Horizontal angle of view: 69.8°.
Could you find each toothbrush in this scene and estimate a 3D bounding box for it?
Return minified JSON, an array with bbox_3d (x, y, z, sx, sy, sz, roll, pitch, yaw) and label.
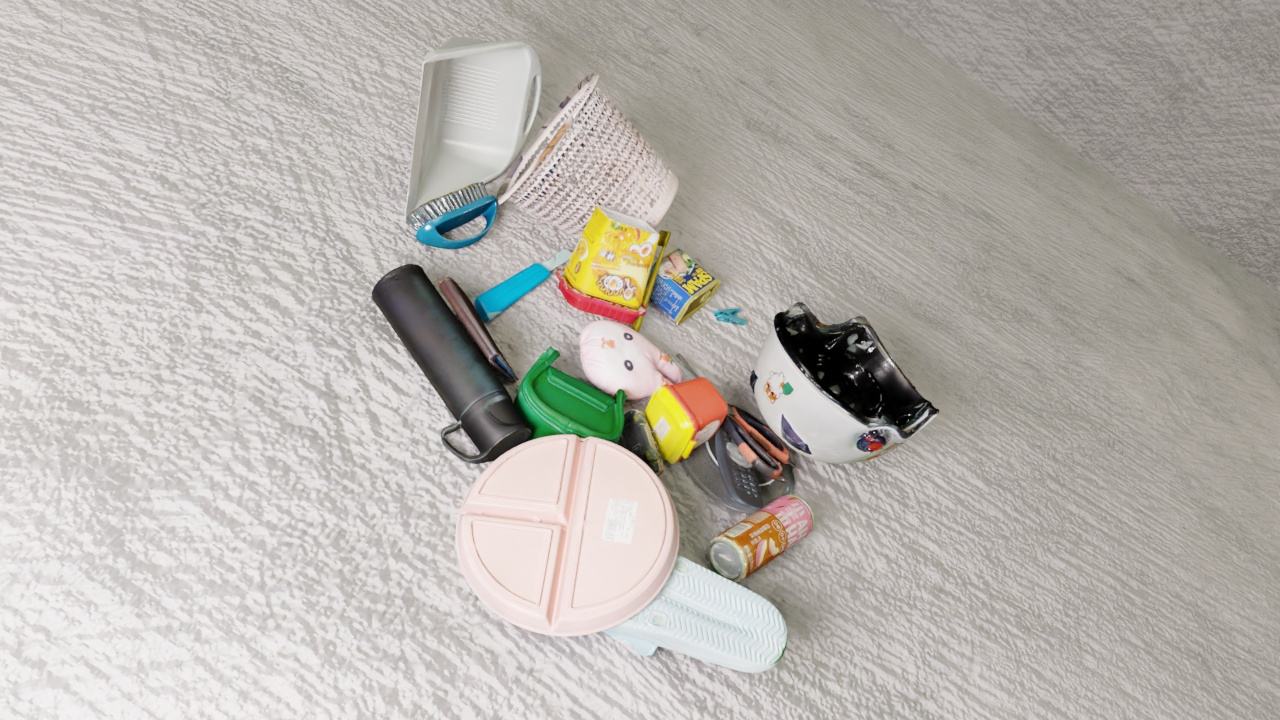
[{"bbox_3d":[0.010,-0.103,1.273,0.016,0.016,0.189,15,66,6],"label":"toothbrush"}]

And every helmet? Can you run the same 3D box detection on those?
[{"bbox_3d":[0.249,0.050,1.231,0.273,0.157,0.230,1,46,-42],"label":"helmet"}]

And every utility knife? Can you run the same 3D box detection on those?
[{"bbox_3d":[-0.148,-0.108,1.220,0.034,0.018,0.215,48,41,0],"label":"utility knife"}]

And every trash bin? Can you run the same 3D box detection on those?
[{"bbox_3d":[-0.062,-0.256,1.294,0.192,0.228,0.226,37,38,-19],"label":"trash bin"}]

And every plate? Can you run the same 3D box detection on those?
[{"bbox_3d":[-0.073,0.166,0.934,0.229,0.028,0.229,2,50,-3],"label":"plate"},{"bbox_3d":[0.127,0.119,1.188,0.179,0.024,0.179,19,43,-19],"label":"plate"}]

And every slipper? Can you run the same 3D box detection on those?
[{"bbox_3d":[0.028,0.256,0.941,0.245,0.074,0.103,18,49,5],"label":"slipper"}]

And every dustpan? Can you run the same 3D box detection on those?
[{"bbox_3d":[-0.213,-0.323,1.235,0.142,0.223,0.257,11,34,-9],"label":"dustpan"}]

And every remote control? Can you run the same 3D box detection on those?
[{"bbox_3d":[0.117,0.134,1.124,0.053,0.024,0.136,24,31,-24],"label":"remote control"}]

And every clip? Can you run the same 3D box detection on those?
[{"bbox_3d":[0.133,-0.067,1.381,0.055,0.013,0.038,4,49,-34],"label":"clip"}]

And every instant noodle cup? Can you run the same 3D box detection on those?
[{"bbox_3d":[-0.038,-0.129,1.212,0.116,0.124,0.116,15,19,-23],"label":"instant noodle cup"}]

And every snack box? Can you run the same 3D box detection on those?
[{"bbox_3d":[0.057,0.071,1.124,0.080,0.091,0.082,-21,63,-32],"label":"snack box"}]

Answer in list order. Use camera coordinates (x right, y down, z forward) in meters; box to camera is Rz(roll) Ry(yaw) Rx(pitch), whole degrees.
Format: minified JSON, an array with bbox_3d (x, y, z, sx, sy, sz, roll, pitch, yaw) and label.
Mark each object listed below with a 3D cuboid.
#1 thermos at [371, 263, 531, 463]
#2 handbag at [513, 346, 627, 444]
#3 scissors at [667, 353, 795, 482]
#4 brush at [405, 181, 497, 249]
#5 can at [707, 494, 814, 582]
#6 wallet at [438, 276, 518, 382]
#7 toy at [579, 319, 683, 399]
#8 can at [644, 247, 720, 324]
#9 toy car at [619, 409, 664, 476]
[{"bbox_3d":[-0.222,0.006,1.026,0.089,0.069,0.242,-28,69,-26],"label":"thermos"},{"bbox_3d":[-0.080,0.053,1.072,0.131,0.068,0.119,27,43,-9],"label":"handbag"},{"bbox_3d":[0.119,0.069,1.185,0.204,0.015,0.202,27,27,-27],"label":"scissors"},{"bbox_3d":[-0.239,-0.185,1.206,0.073,0.055,0.143,55,41,-1],"label":"brush"},{"bbox_3d":[0.144,0.209,1.086,0.147,0.058,0.058,-19,64,-44],"label":"can"},{"bbox_3d":[-0.189,-0.035,1.080,0.122,0.020,0.096,55,-1,21],"label":"wallet"},{"bbox_3d":[-0.007,0.007,1.184,0.159,0.054,0.121,22,42,-25],"label":"toy"},{"bbox_3d":[0.055,-0.110,1.335,0.083,0.057,0.101,41,40,9],"label":"can"},{"bbox_3d":[-0.001,0.103,1.102,0.035,0.042,0.090,20,43,-52],"label":"toy car"}]
